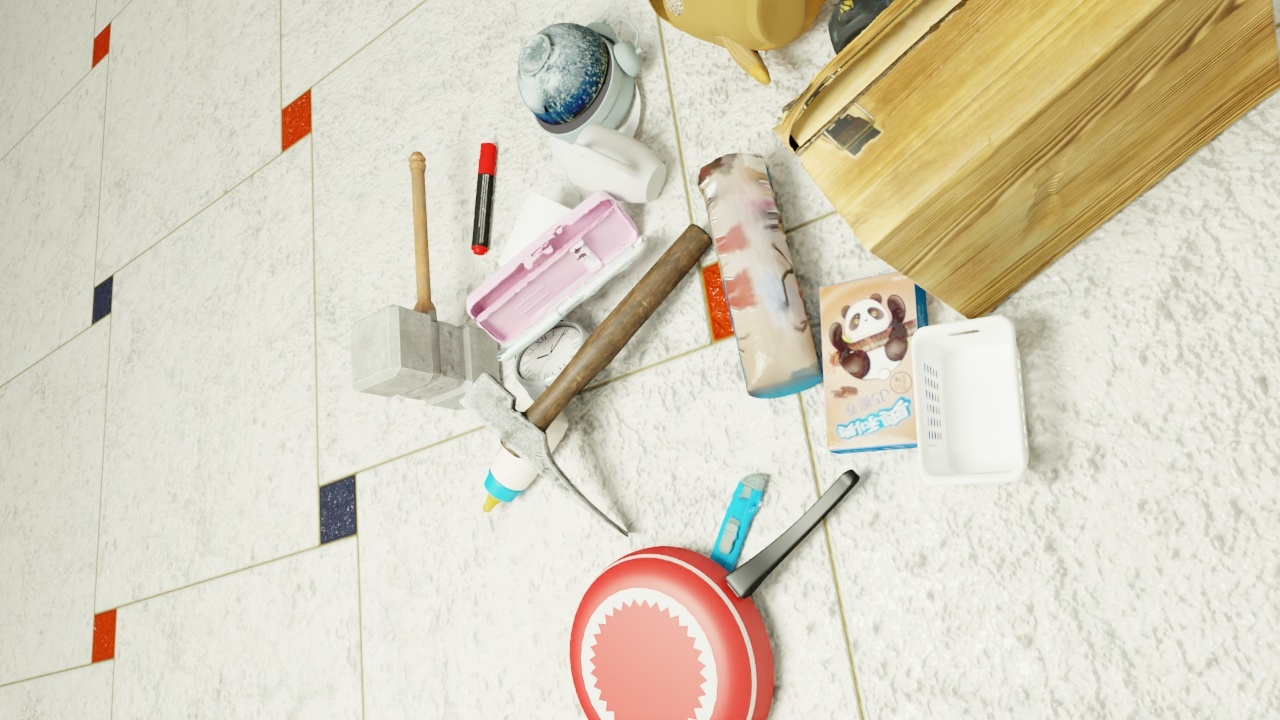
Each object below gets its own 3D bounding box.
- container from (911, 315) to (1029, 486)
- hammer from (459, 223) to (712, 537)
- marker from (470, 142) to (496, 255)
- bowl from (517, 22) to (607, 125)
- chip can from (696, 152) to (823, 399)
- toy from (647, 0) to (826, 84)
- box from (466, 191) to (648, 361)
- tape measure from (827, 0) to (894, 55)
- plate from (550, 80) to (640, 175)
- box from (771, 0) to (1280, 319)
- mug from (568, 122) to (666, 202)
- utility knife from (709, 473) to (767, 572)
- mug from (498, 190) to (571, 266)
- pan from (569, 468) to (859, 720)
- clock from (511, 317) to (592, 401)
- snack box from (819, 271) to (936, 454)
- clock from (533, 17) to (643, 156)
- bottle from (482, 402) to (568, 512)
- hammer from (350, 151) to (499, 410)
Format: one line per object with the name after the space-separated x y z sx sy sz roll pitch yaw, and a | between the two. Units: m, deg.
0.266 0.035 0.731 0.081 0.049 0.129 -9 74 36 | container
-0.006 0.005 0.934 0.217 0.037 0.300 42 88 1 | hammer
-0.200 -0.205 1.165 0.024 0.021 0.145 -15 69 58 | marker
-0.099 -0.326 1.016 0.115 0.060 0.114 -10 74 38 | bowl
0.110 -0.082 0.861 0.080 0.079 0.229 -24 67 31 | chip can
0.084 -0.380 0.908 0.203 0.162 0.199 25 113 50 | toy
-0.081 -0.078 0.975 0.202 0.088 0.095 -38 45 4 | box
0.209 -0.308 0.842 0.071 0.072 0.042 -14 74 5 | tape measure
-0.051 -0.276 1.072 0.135 0.011 0.134 -10 74 36 | plate
0.253 -0.211 0.664 0.280 0.257 0.215 -41 60 23 | box
-0.027 -0.208 0.977 0.089 0.107 0.071 27 99 18 | mug
0.080 0.185 0.864 0.031 0.015 0.173 20 94 40 | utility knife
-0.117 -0.142 1.062 0.090 0.073 0.110 -65 26 7 | mug
0.066 0.226 0.828 0.209 0.067 0.357 49 113 25 | pan
-0.097 -0.005 1.008 0.094 0.035 0.122 -39 40 -3 | clock
0.205 0.003 0.796 0.087 0.034 0.151 -9 75 35 | snack box
-0.058 -0.319 1.051 0.159 0.045 0.122 -51 54 16 | clock
-0.136 0.113 1.023 0.051 0.051 0.146 45 107 35 | bottle
-0.261 -0.111 1.099 0.083 0.162 0.317 -19 68 33 | hammer
